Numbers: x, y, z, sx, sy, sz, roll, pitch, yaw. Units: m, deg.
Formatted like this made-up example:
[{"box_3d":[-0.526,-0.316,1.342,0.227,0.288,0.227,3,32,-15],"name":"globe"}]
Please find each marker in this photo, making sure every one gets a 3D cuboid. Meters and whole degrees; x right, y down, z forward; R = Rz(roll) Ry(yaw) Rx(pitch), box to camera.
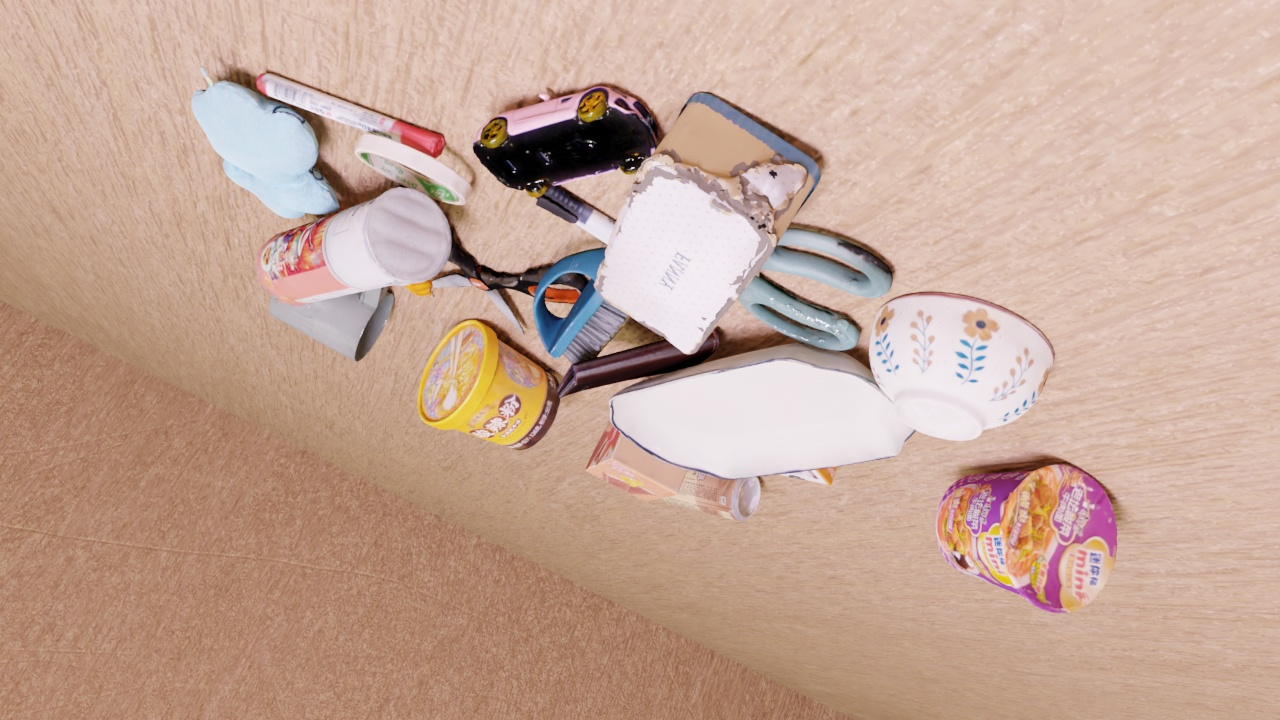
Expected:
[{"box_3d":[-0.017,-0.086,0.649,0.130,0.022,0.018,32,149,-14],"name":"marker"},{"box_3d":[-0.207,-0.175,0.651,0.145,0.017,0.017,22,160,9],"name":"marker"}]

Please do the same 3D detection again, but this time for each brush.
[{"box_3d":[-0.045,-0.044,0.714,0.073,0.055,0.144,29,149,-11],"name":"brush"}]

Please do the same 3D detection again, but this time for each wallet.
[{"box_3d":[-0.004,0.004,0.754,0.122,0.020,0.096,-13,168,-16],"name":"wallet"}]

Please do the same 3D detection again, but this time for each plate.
[{"box_3d":[0.092,0.041,0.750,0.162,0.034,0.266,35,147,-31],"name":"plate"}]

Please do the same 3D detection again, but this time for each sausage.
[{"box_3d":[-0.252,-0.110,0.829,0.165,0.021,0.021,39,156,-16],"name":"sausage"}]

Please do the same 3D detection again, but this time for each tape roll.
[{"box_3d":[-0.165,-0.138,0.668,0.086,0.014,0.086,22,175,2],"name":"tape roll"}]

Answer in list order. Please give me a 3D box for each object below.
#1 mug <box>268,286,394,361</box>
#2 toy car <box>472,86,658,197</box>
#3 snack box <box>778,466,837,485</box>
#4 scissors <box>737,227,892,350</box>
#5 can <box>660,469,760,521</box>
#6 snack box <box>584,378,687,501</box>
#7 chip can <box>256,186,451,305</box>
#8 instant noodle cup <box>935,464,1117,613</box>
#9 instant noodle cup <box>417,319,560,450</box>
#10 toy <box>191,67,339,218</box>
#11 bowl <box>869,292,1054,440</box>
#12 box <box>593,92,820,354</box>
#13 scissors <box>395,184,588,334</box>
[{"box_3d":[-0.323,-0.071,0.972,0.103,0.083,0.124,27,133,-2],"name":"mug"},{"box_3d":[-0.045,-0.133,0.548,0.123,0.037,0.056,-5,148,32],"name":"toy car"},{"box_3d":[0.123,0.070,0.866,0.075,0.026,0.153,6,153,40],"name":"snack box"},{"box_3d":[0.088,-0.062,0.597,0.176,0.019,0.172,30,160,-11],"name":"scissors"},{"box_3d":[0.076,0.145,1.057,0.116,0.058,0.058,8,154,38],"name":"can"},{"box_3d":[0.007,0.083,0.932,0.077,0.092,0.095,29,160,-11],"name":"snack box"},{"box_3d":[-0.243,-0.088,0.757,0.215,0.071,0.071,-4,145,47],"name":"chip can"},{"box_3d":[0.298,0.134,0.727,0.111,0.111,0.099,31,168,-16],"name":"instant noodle cup"},{"box_3d":[-0.157,0.034,0.979,0.114,0.118,0.119,31,160,-37],"name":"instant noodle cup"},{"box_3d":[-0.297,-0.166,0.723,0.162,0.049,0.156,6,154,36],"name":"toy"},{"box_3d":[0.199,0.013,0.590,0.113,0.062,0.113,21,161,7],"name":"bowl"},{"box_3d":[0.031,-0.070,0.550,0.090,0.062,0.185,34,157,-1],"name":"box"},{"box_3d":[-0.141,-0.078,0.808,0.234,0.021,0.221,5,152,41],"name":"scissors"}]
